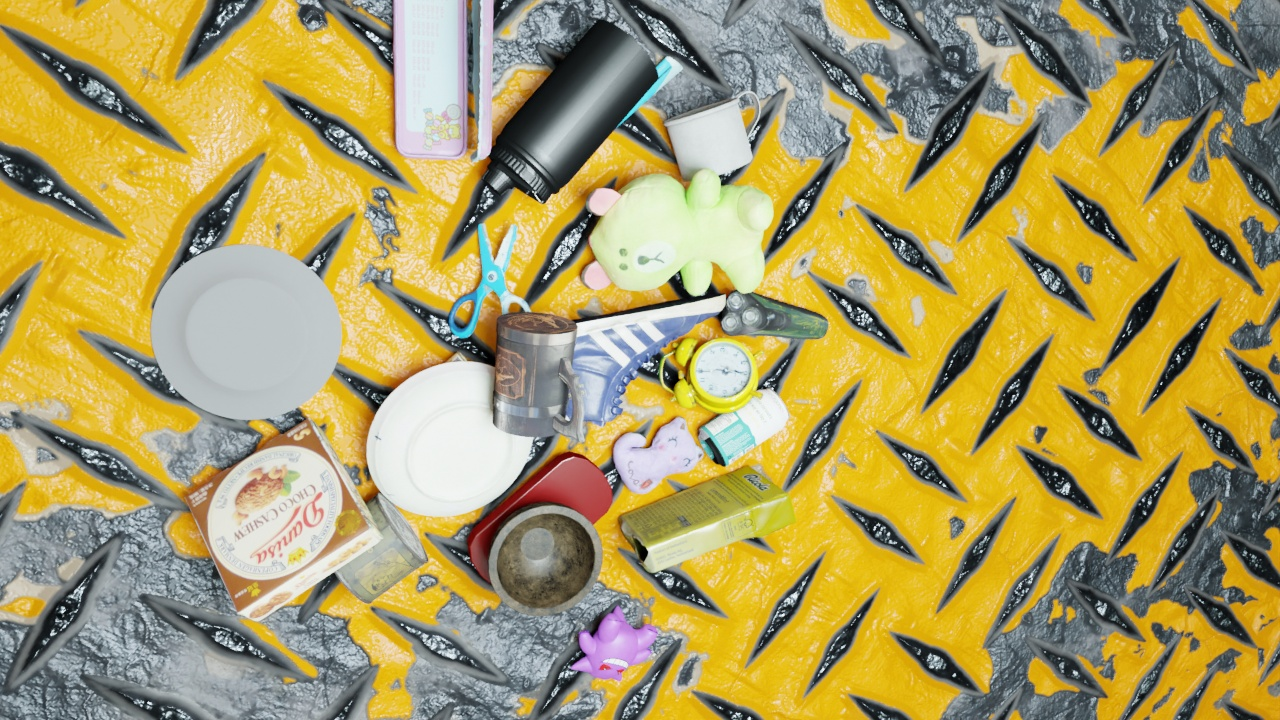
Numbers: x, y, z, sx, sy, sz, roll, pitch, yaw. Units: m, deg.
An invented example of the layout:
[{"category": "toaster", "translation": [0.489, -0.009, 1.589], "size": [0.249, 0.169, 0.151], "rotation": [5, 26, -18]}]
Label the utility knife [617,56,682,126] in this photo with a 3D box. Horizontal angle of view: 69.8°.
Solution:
[{"category": "utility knife", "translation": [-0.020, -0.267, 0.996], "size": [0.167, 0.015, 0.022], "rotation": [-46, 110, -3]}]

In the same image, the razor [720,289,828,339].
[{"category": "razor", "translation": [0.159, -0.045, 1.063], "size": [0.151, 0.067, 0.054], "rotation": [9, 101, -27]}]

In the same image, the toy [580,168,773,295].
[{"category": "toy", "translation": [0.040, -0.139, 0.979], "size": [0.197, 0.107, 0.150], "rotation": [10, 134, 8]}]

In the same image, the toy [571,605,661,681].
[{"category": "toy", "translation": [-0.034, 0.335, 1.075], "size": [0.106, 0.056, 0.088], "rotation": [25, 95, -29]}]

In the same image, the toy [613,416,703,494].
[{"category": "toy", "translation": [0.018, 0.107, 1.060], "size": [0.099, 0.036, 0.080], "rotation": [-31, 108, -8]}]

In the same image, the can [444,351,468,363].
[{"category": "can", "translation": [-0.211, 0.030, 0.975], "size": [0.079, 0.038, 0.038], "rotation": [-42, 108, -6]}]

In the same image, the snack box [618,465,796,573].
[{"category": "snack box", "translation": [0.071, 0.182, 1.045], "size": [0.180, 0.121, 0.045], "rotation": [-19, 104, -12]}]

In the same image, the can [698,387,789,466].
[{"category": "can", "translation": [0.121, 0.078, 1.076], "size": [0.101, 0.055, 0.055], "rotation": [-33, 107, -9]}]

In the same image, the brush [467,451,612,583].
[{"category": "brush", "translation": [-0.114, 0.177, 1.028], "size": [0.173, 0.042, 0.082], "rotation": [-41, 108, -7]}]

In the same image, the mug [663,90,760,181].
[{"category": "mug", "translation": [0.087, -0.245, 0.997], "size": [0.113, 0.084, 0.070], "rotation": [-24, 108, -18]}]

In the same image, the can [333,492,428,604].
[{"category": "can", "translation": [-0.278, 0.196, 0.956], "size": [0.074, 0.090, 0.090], "rotation": [-35, 107, -9]}]

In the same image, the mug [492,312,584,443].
[{"category": "mug", "translation": [-0.095, 0.018, 0.910], "size": [0.079, 0.116, 0.107], "rotation": [-12, 115, -47]}]

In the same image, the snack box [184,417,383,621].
[{"category": "snack box", "translation": [-0.353, 0.155, 0.908], "size": [0.143, 0.041, 0.147], "rotation": [-33, 65, -10]}]

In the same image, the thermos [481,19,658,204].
[{"category": "thermos", "translation": [-0.078, -0.244, 0.943], "size": [0.086, 0.086, 0.198], "rotation": [42, 86, -19]}]

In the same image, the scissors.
[{"category": "scissors", "translation": [-0.166, -0.081, 0.971], "size": [0.118, 0.013, 0.140], "rotation": [-16, 84, 18]}]

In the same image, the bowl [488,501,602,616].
[{"category": "bowl", "translation": [-0.106, 0.205, 0.982], "size": [0.121, 0.056, 0.121], "rotation": [-3, 100, -17]}]

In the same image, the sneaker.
[{"category": "sneaker", "translation": [-0.007, 0.005, 1.005], "size": [0.232, 0.091, 0.118], "rotation": [-12, 98, -14]}]

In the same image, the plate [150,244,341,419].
[{"category": "plate", "translation": [-0.394, -0.027, 0.923], "size": [0.178, 0.012, 0.178], "rotation": [-3, 100, -17]}]

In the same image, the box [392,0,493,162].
[{"category": "box", "translation": [-0.193, -0.304, 0.894], "size": [0.090, 0.091, 0.214], "rotation": [-1, 100, -17]}]

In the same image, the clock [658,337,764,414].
[{"category": "clock", "translation": [0.080, 0.016, 1.045], "size": [0.119, 0.057, 0.083], "rotation": [2, 79, 5]}]

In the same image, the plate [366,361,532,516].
[{"category": "plate", "translation": [-0.193, 0.091, 0.967], "size": [0.182, 0.034, 0.182], "rotation": [-12, 117, -24]}]
